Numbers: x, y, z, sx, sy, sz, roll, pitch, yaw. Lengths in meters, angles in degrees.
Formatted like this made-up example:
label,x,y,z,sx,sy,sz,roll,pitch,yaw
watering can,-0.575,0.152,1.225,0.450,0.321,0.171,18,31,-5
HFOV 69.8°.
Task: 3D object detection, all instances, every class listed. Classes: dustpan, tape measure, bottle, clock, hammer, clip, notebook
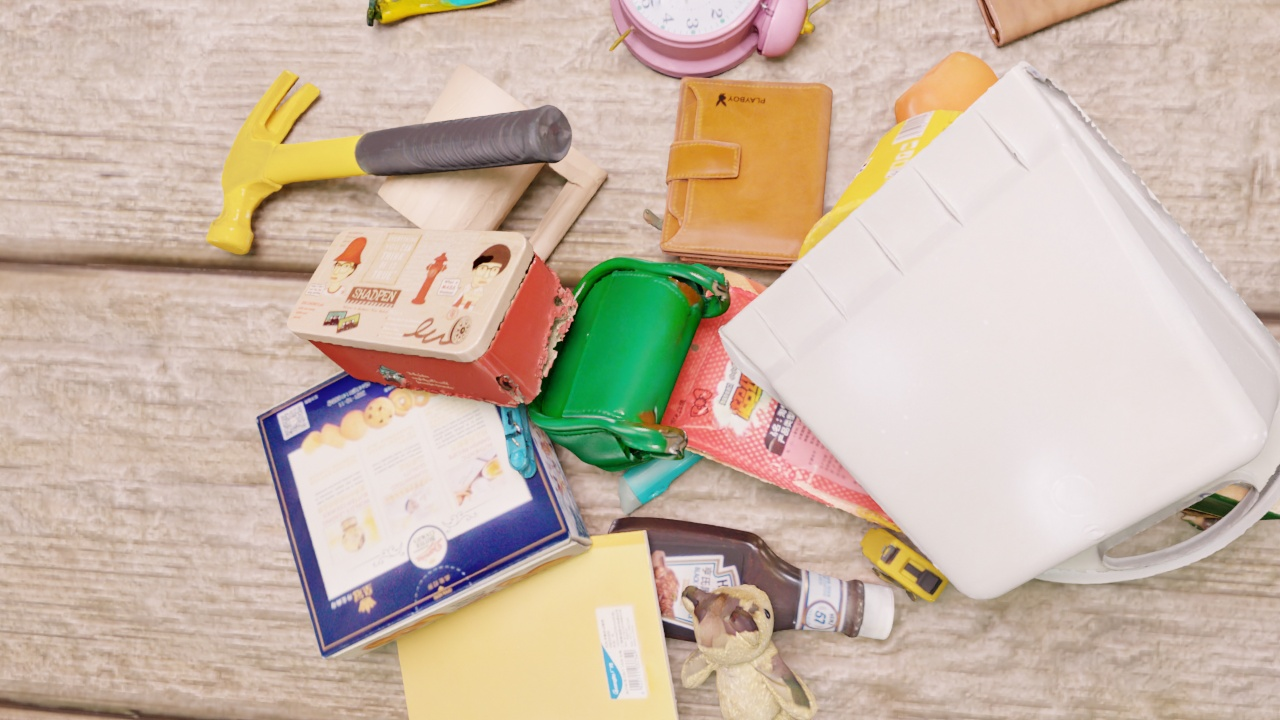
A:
label,x,y,z,sx,sy,sz,roll,pitch,yaw
dustpan,0.219,0.017,0.509,0.223,0.142,0.257,-43,72,31
tape measure,0.173,0.137,0.607,0.057,0.060,0.029,35,91,-1
bottle,0.234,-0.130,0.604,0.067,0.066,0.149,-41,94,4
clock,0.054,-0.258,0.619,0.158,0.060,0.117,-5,90,3
hammer,-0.171,-0.133,0.587,0.301,0.032,0.128,4,78,34
bottle,0.071,0.156,0.624,0.195,0.044,0.080,8,99,4
clip,-0.078,0.046,0.576,0.014,0.047,0.057,-18,64,7
notebook,-0.079,0.197,0.626,0.207,0.010,0.146,-11,88,21

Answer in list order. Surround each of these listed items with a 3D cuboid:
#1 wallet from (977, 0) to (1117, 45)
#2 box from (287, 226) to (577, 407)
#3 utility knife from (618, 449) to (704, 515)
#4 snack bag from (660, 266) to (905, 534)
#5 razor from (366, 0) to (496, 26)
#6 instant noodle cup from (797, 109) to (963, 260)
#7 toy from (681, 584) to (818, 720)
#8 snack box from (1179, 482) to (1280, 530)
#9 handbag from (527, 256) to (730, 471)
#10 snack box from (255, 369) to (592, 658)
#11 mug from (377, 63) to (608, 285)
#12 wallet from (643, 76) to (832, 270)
label,x,y,z,sx,sy,sz,roll,pitch,yaw
wallet,0.270,-0.283,0.621,0.101,0.020,0.115,-21,85,3
box,-0.128,-0.028,0.582,0.169,0.080,0.091,8,63,33
utility knife,0.043,0.055,0.643,0.151,0.013,0.029,-36,89,2
snack bag,0.121,0.032,0.606,0.208,0.073,0.128,23,77,7
razor,-0.131,-0.264,0.652,0.132,0.028,0.043,-9,58,8
instant noodle cup,0.178,-0.077,0.563,0.138,0.138,0.109,27,55,5
toy,0.078,0.207,0.591,0.066,0.105,0.157,-43,121,-30
snack box,0.346,0.044,0.567,0.118,0.105,0.117,18,92,6
handbag,-0.003,0.003,0.583,0.068,0.120,0.131,36,68,-36
snack box,-0.150,0.080,0.618,0.178,0.046,0.182,-26,69,4
mug,-0.101,-0.122,0.631,0.124,0.084,0.103,34,94,-22
wallet,0.066,-0.128,0.624,0.119,0.035,0.130,6,77,4
